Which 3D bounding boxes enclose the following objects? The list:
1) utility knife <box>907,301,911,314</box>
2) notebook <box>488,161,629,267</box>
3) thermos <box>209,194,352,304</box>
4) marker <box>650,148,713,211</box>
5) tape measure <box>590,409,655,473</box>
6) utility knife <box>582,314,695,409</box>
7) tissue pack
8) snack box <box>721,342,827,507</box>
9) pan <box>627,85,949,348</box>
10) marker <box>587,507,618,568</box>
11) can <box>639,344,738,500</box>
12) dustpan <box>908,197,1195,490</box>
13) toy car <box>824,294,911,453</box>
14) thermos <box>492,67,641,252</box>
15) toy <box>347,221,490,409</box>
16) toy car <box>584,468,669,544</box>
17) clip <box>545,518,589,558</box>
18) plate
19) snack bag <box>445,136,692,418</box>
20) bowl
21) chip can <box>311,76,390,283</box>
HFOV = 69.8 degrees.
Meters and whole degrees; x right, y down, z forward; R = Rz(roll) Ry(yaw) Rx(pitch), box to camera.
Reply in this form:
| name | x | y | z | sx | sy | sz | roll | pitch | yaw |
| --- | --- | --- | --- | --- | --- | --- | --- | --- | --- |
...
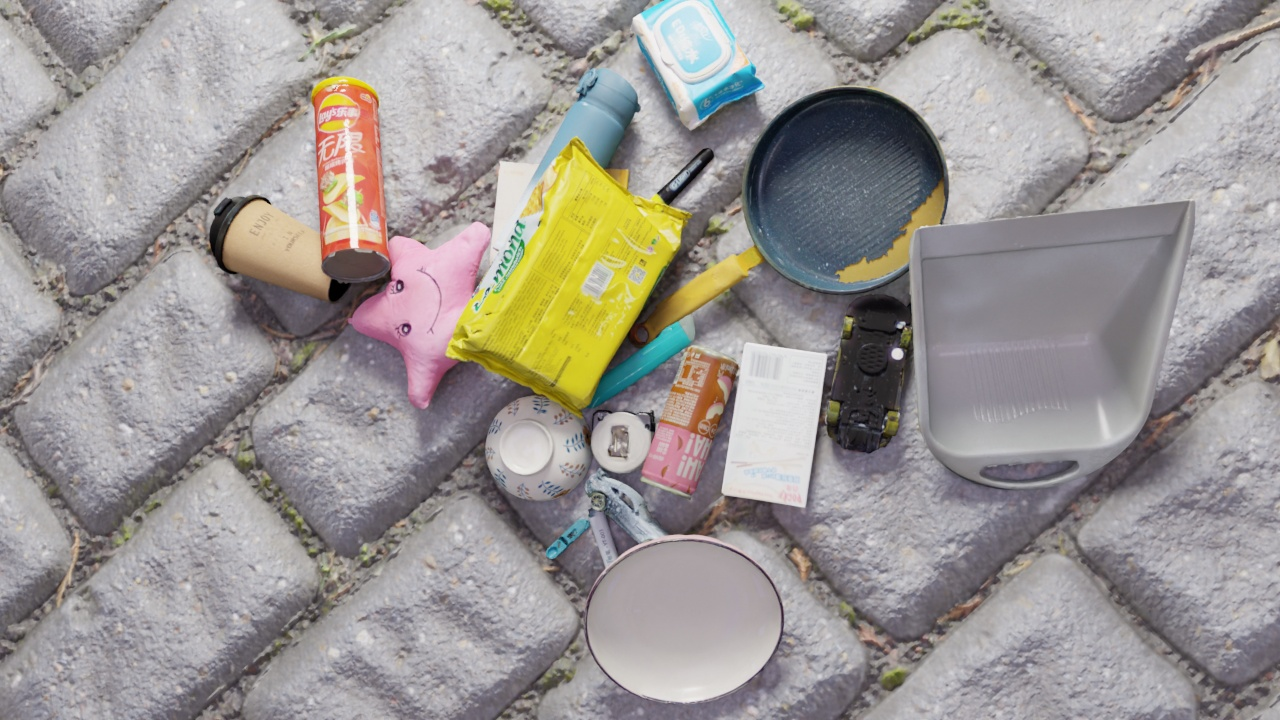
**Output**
| name | x | y | z | sx | sy | sz | roll | pitch | yaw |
| --- | --- | --- | --- | --- | --- | --- | --- | --- | --- |
| utility knife | 0.351 | -0.047 | 0.907 | 0.173 | 0.015 | 0.033 | 6 | 92 | 9 |
| notebook | -0.093 | -0.109 | 0.988 | 0.146 | 0.010 | 0.206 | 6 | 86 | 9 |
| thermos | -0.388 | -0.118 | 1.001 | 0.143 | 0.093 | 0.093 | 24 | 89 | 4 |
| marker | 0.031 | -0.179 | 0.972 | 0.124 | 0.015 | 0.018 | -45 | 83 | 2 |
| tape measure | -0.017 | 0.084 | 0.947 | 0.066 | 0.033 | 0.066 | 0 | 85 | 11 |
| utility knife | -0.006 | 0.006 | 0.951 | 0.160 | 0.013 | 0.029 | -34 | 92 | 17 |
| tissue pack | 0.057 | -0.318 | 0.955 | 0.090 | 0.063 | 0.140 | -29 | 81 | 6 |
| snack box | 0.136 | 0.065 | 0.926 | 0.085 | 0.027 | 0.156 | 8 | 86 | 10 |
| pan | 0.133 | -0.119 | 0.915 | 0.358 | 0.078 | 0.197 | -36 | 85 | 26 |
| marker | -0.026 | 0.213 | 0.945 | 0.022 | 0.018 | 0.130 | -18 | 83 | -1 |
| can | 0.049 | 0.061 | 0.919 | 0.058 | 0.058 | 0.147 | 19 | 83 | 10 |
| dustpan | 0.354 | 0.004 | 0.815 | 0.223 | 0.258 | 0.142 | -5 | 60 | 9 |
| toy car | 0.227 | 0.013 | 0.908 | 0.070 | 0.042 | 0.158 | 11 | 88 | 10 |
| thermos | -0.076 | -0.196 | 0.954 | 0.070 | 0.070 | 0.220 | 28 | 90 | 11 |
| toy | -0.231 | -0.045 | 0.972 | 0.179 | 0.074 | 0.194 | -10 | 79 | 17 |
| toy car | -0.006 | 0.158 | 0.928 | 0.120 | 0.054 | 0.037 | 43 | 94 | 10 |
| clip | -0.075 | 0.185 | 0.955 | 0.057 | 0.046 | 0.014 | -43 | 79 | 2 |
| plate | 0.041 | 0.247 | 0.893 | 0.192 | 0.039 | 0.193 | 0 | 111 | -1 |
| snack bag | -0.065 | -0.075 | 0.909 | 0.158 | 0.068 | 0.246 | 31 | 88 | -22 |
| bowl | -0.110 | 0.089 | 0.948 | 0.113 | 0.062 | 0.113 | -1 | 83 | 9 |
| chip can | -0.308 | -0.193 | 0.977 | 0.073 | 0.073 | 0.216 | -14 | 70 | 8 |
